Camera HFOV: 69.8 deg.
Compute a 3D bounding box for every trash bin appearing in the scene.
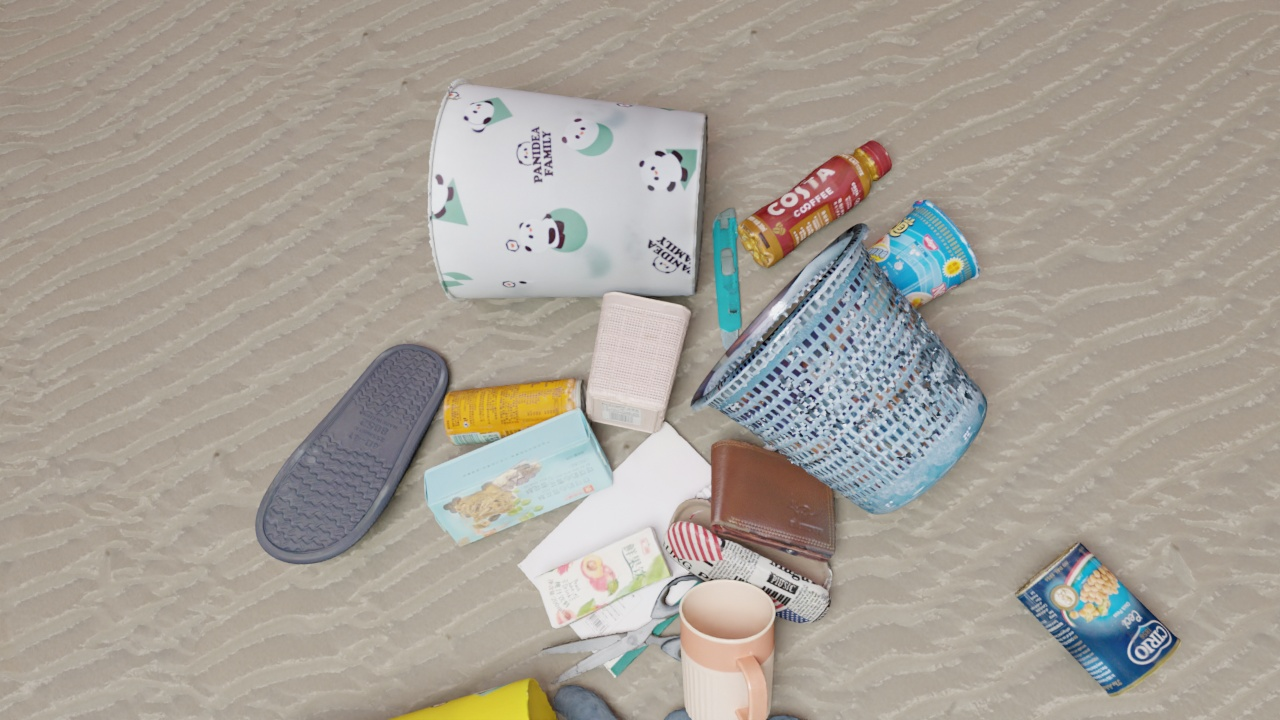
[{"bbox_3d":[-0.181,0.398,0.757,0.255,0.230,0.229,-20,68,-4],"label":"trash bin"},{"bbox_3d":[-0.062,-0.166,0.941,0.252,0.230,0.229,4,71,6],"label":"trash bin"},{"bbox_3d":[0.190,0.024,0.831,0.195,0.227,0.226,43,81,-1],"label":"trash bin"}]

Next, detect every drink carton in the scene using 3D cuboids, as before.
[{"bbox_3d":[-0.033,0.206,0.875,0.122,0.045,0.053,-25,75,1],"label":"drink carton"}]

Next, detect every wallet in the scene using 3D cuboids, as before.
[{"bbox_3d":[0.122,0.130,0.856,0.124,0.032,0.101,17,45,-11],"label":"wallet"}]

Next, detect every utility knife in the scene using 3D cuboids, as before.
[{"bbox_3d":[0.095,-0.089,0.990,0.029,0.013,0.174,-5,69,10],"label":"utility knife"}]

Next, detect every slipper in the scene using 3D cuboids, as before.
[{"bbox_3d":[-0.285,0.104,0.959,0.111,0.083,0.267,23,58,8],"label":"slipper"}]

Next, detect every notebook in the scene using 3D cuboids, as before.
[{"bbox_3d":[0.001,0.183,0.908,0.209,0.012,0.150,-43,70,-6],"label":"notebook"}]

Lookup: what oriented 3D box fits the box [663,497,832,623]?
[{"bbox_3d":[0.098,0.190,0.842,0.163,0.086,0.076,27,94,3],"label":"box"}]

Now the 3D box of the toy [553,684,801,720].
[{"bbox_3d":[0.081,0.375,0.791,0.356,0.091,0.137,8,44,11],"label":"toy"}]

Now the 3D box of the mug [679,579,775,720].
[{"bbox_3d":[0.081,0.266,0.791,0.081,0.106,0.114,-9,24,-14],"label":"mug"}]

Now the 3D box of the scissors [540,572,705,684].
[{"bbox_3d":[0.000,0.266,0.867,0.163,0.014,0.165,30,82,7],"label":"scissors"}]

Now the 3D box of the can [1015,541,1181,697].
[{"bbox_3d":[0.391,0.221,0.793,0.075,0.075,0.111,-39,68,-5],"label":"can"}]

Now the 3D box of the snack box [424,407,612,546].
[{"bbox_3d":[-0.121,0.117,0.913,0.175,0.074,0.051,-22,42,2],"label":"snack box"}]

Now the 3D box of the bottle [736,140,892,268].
[{"bbox_3d":[0.188,-0.170,0.979,0.175,0.057,0.057,-36,69,-4],"label":"bottle"}]

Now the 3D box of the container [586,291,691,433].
[{"bbox_3d":[-0.005,0.005,0.920,0.090,0.090,0.110,12,66,1],"label":"container"}]

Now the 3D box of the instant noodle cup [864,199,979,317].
[{"bbox_3d":[0.264,-0.091,0.924,0.110,0.099,0.099,-36,68,5],"label":"instant noodle cup"}]

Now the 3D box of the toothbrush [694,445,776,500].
[{"bbox_3d":[0.126,0.088,0.911,0.180,0.016,0.016,-35,72,-10],"label":"toothbrush"}]

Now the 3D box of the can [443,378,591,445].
[{"bbox_3d":[-0.128,0.053,0.953,0.146,0.058,0.058,-6,69,7],"label":"can"}]
